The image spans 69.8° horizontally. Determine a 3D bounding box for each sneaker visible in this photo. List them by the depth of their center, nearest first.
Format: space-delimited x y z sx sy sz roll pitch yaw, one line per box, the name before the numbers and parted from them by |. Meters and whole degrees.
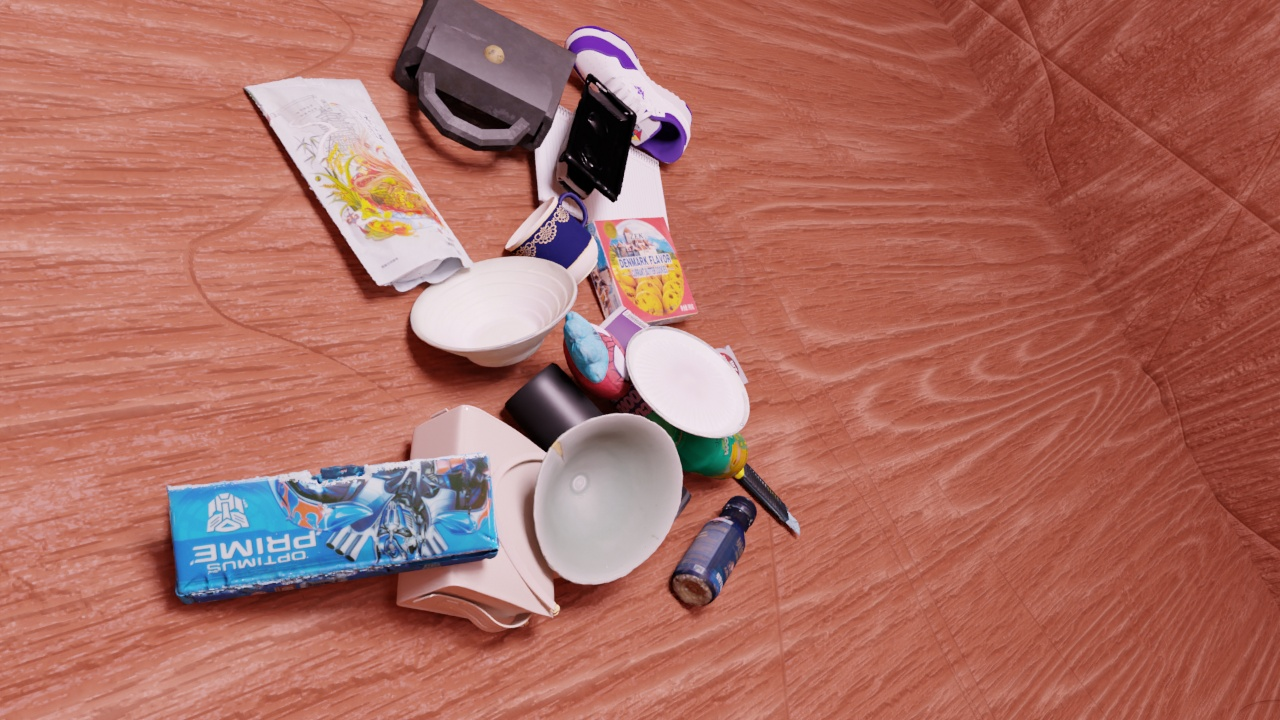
sneaker | -0.017 -0.374 1.337 0.244 0.092 0.111 31 43 -35

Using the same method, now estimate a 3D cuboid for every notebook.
notebook | -0.050 -0.251 1.268 0.245 0.013 0.177 19 53 -42

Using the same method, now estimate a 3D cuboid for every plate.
plate | 0.051 0.024 1.007 0.157 0.014 0.156 21 40 -19

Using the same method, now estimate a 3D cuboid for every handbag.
handbag | -0.127 0.163 0.883 0.197 0.101 0.194 32 44 -43
handbag | -0.194 -0.339 1.114 0.197 0.103 0.199 23 55 -17

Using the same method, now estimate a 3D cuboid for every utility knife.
utility knife | 0.149 0.162 1.199 0.187 0.020 0.028 46 41 -10

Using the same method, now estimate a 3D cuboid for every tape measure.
tape measure | 0.113 0.014 1.261 0.062 0.020 0.060 -18 78 -48

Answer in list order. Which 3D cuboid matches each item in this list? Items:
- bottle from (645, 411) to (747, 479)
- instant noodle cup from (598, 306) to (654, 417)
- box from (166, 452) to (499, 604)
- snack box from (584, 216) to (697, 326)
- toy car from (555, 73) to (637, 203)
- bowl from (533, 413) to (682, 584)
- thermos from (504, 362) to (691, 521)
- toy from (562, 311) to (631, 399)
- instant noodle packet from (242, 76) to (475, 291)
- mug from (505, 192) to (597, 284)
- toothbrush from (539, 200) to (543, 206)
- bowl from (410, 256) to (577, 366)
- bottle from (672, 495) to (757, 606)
bottle | 0.061 0.095 1.064 0.209 0.068 0.068 26 44 -62
instant noodle cup | -0.006 0.006 1.095 0.122 0.122 0.137 44 -4 1
box | -0.236 0.122 0.722 0.243 0.086 0.091 -5 62 -17
snack box | -0.003 -0.115 1.206 0.142 0.040 0.145 -13 82 -47
toy car | -0.069 -0.278 1.194 0.094 0.071 0.191 38 42 -30
bowl | -0.045 0.126 0.899 0.173 0.068 0.174 -9 107 -33
thermos | -0.048 0.107 0.986 0.218 0.106 0.105 49 40 0
toy | -0.050 -0.006 0.983 0.092 0.062 0.133 49 -4 21
instant noodle packet | -0.293 -0.199 0.984 0.146 0.057 0.269 -23 76 -51
mug | -0.093 -0.145 1.108 0.089 0.086 0.111 43 67 -18
toothbrush | -0.124 -0.232 1.194 0.019 0.018 0.187 17 53 -39
bowl | -0.150 -0.041 0.976 0.176 0.177 0.058 -60 150 -47
bottle | 0.091 0.219 1.076 0.056 0.056 0.160 51 40 -6
